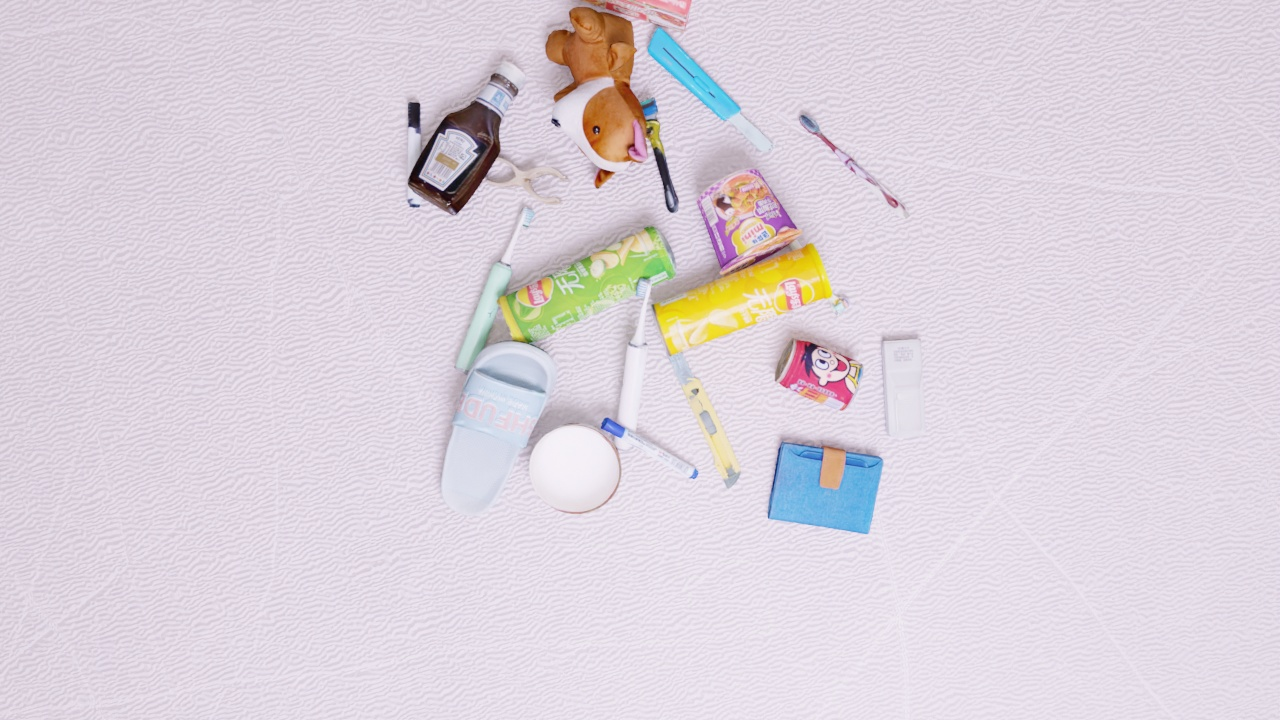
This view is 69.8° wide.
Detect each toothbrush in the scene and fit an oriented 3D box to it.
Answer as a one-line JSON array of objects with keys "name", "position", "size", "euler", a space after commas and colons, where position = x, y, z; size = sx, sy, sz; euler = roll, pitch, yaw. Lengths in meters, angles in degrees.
[{"name": "toothbrush", "position": [-0.007, 0.007, 1.130], "size": [0.026, 0.026, 0.221], "euler": [7, 108, -4]}, {"name": "toothbrush", "position": [-0.183, -0.088, 1.152], "size": [0.027, 0.026, 0.224], "euler": [19, 93, -33]}, {"name": "toothbrush", "position": [0.201, -0.139, 1.156], "size": [0.029, 0.020, 0.189], "euler": [-37, 91, -24]}, {"name": "toothbrush", "position": [0.269, -0.244, 1.152], "size": [0.187, 0.017, 0.016], "euler": [43, 92, -2]}]

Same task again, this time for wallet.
[{"name": "wallet", "position": [0.235, 0.161, 1.166], "size": [0.133, 0.040, 0.106], "euler": [9, 97, -2]}]

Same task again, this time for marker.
[{"name": "marker", "position": [-0.282, -0.256, 1.144], "size": [0.018, 0.022, 0.130], "euler": [0, 92, -7]}, {"name": "marker", "position": [0.013, 0.111, 1.148], "size": [0.145, 0.017, 0.017], "euler": [31, 92, -21]}]

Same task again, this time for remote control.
[{"name": "remote control", "position": [0.335, 0.036, 1.165], "size": [0.049, 0.024, 0.125], "euler": [-5, 93, -1]}]

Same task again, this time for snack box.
[{"name": "snack box", "position": [-0.015, -0.440, 1.109], "size": [0.153, 0.075, 0.025], "euler": [17, 94, -2]}]

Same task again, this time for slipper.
[{"name": "slipper", "position": [-0.185, 0.087, 1.121], "size": [0.104, 0.074, 0.246], "euler": [22, 106, -2]}]

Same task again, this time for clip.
[{"name": "clip", "position": [-0.142, -0.212, 1.142], "size": [0.104, 0.034, 0.081], "euler": [2, 93, 4]}]

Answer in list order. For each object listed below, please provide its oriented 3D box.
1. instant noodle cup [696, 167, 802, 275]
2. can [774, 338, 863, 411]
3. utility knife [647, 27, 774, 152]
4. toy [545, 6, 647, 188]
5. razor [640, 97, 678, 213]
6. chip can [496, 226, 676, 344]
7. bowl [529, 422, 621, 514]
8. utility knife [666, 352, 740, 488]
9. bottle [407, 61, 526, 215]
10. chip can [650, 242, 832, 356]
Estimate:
[{"name": "instant noodle cup", "position": [0.126, -0.172, 1.115], "size": [0.111, 0.111, 0.099], "euler": [-25, 83, 1]}, {"name": "can", "position": [0.221, 0.017, 1.141], "size": [0.094, 0.066, 0.066], "euler": [22, 93, -1]}, {"name": "utility knife", "position": [0.089, -0.333, 1.146], "size": [0.207, 0.018, 0.034], "euler": [42, 91, -4]}, {"name": "toy", "position": [-0.051, -0.313, 1.093], "size": [0.130, 0.140, 0.199], "euler": [-16, 94, -23]}, {"name": "razor", "position": [0.024, -0.254, 1.147], "size": [0.043, 0.022, 0.143], "euler": [-13, 99, 34]}, {"name": "chip can", "position": [-0.063, -0.091, 1.130], "size": [0.221, 0.072, 0.072], "euler": [-25, 93, 1]}, {"name": "bowl", "position": [-0.078, 0.129, 1.144], "size": [0.113, 0.062, 0.113], "euler": [0, 99, 2]}, {"name": "utility knife", "position": [0.081, 0.072, 1.172], "size": [0.031, 0.020, 0.195], "euler": [-26, 89, -5]}, {"name": "bottle", "position": [-0.206, -0.277, 1.124], "size": [0.080, 0.044, 0.194], "euler": [31, 85, 8]}, {"name": "chip can", "position": [0.122, -0.074, 1.122], "size": [0.213, 0.072, 0.072], "euler": [-20, 93, 6]}]
